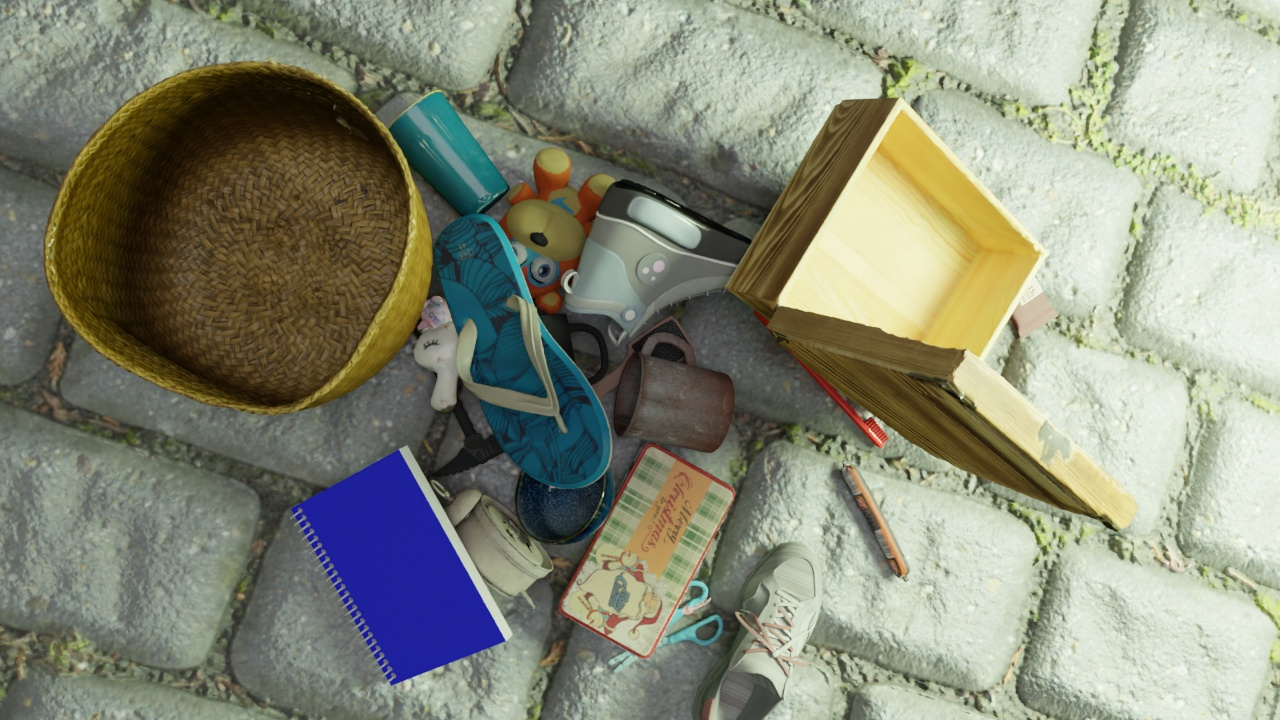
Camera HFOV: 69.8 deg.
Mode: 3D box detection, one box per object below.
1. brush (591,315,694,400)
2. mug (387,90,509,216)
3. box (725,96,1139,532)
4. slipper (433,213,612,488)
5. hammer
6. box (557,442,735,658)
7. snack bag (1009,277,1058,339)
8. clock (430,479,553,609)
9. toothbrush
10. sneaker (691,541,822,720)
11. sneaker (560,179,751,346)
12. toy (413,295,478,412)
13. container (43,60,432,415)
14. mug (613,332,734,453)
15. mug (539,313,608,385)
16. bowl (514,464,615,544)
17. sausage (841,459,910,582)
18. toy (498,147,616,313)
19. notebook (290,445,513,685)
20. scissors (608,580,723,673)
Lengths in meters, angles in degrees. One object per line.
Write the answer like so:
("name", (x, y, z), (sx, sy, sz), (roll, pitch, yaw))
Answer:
("brush", (-0.006, 0.006, 1.000), (0.135, 0.015, 0.050), (-34, 94, -8))
("mug", (-0.197, -0.208, 0.954), (0.078, 0.078, 0.121), (-42, 99, -8))
("box", (0.294, -0.041, 0.846), (0.279, 0.336, 0.286), (33, 89, -31))
("slipper", (-0.130, -0.005, 0.888), (0.118, 0.060, 0.295), (-28, 84, 21))
("hammer", (-0.243, -0.034, 0.969), (0.095, 0.015, 0.325), (-26, 91, -8))
("box", (0.006, 0.199, 0.975), (0.117, 0.051, 0.205), (31, 83, -2))
("snack bag", (0.427, -0.106, 1.068), (0.057, 0.013, 0.158), (-31, 92, -10))
("clock", (-0.159, 0.179, 0.927), (0.061, 0.103, 0.157), (-44, 102, -1))
("toothbrush", (0.205, 0.017, 1.032), (0.018, 0.012, 0.212), (-44, 94, -8))
("sneaker", (0.135, 0.307, 0.972), (0.099, 0.089, 0.236), (27, 84, -7))
("sneaker", (0.046, -0.073, 0.963), (0.256, 0.093, 0.160), (23, 101, -29))
("toy", (-0.195, -0.008, 0.947), (0.079, 0.038, 0.122), (-21, 87, -2))
("container", (-0.345, -0.104, 0.859), (0.307, 0.196, 0.307), (0, 89, -3))
("mug", (0.036, 0.031, 0.969), (0.110, 0.096, 0.122), (15, 69, -20))
("mug", (-0.090, -0.001, 0.956), (0.113, 0.078, 0.088), (-10, 89, -8))
("bowl", (-0.068, 0.141, 0.955), (0.060, 0.114, 0.114), (34, 81, -49))
("sausage", (0.266, 0.180, 1.032), (0.020, 0.020, 0.155), (-29, 92, -8))
("toy", (-0.098, -0.128, 0.959), (0.112, 0.096, 0.176), (26, 95, -1))
("notebook", (-0.243, 0.210, 0.912), (0.172, 0.022, 0.209), (-28, 92, 26))
("scissors", (0.029, 0.306, 0.999), (0.141, 0.015, 0.076), (-38, 90, -2))
